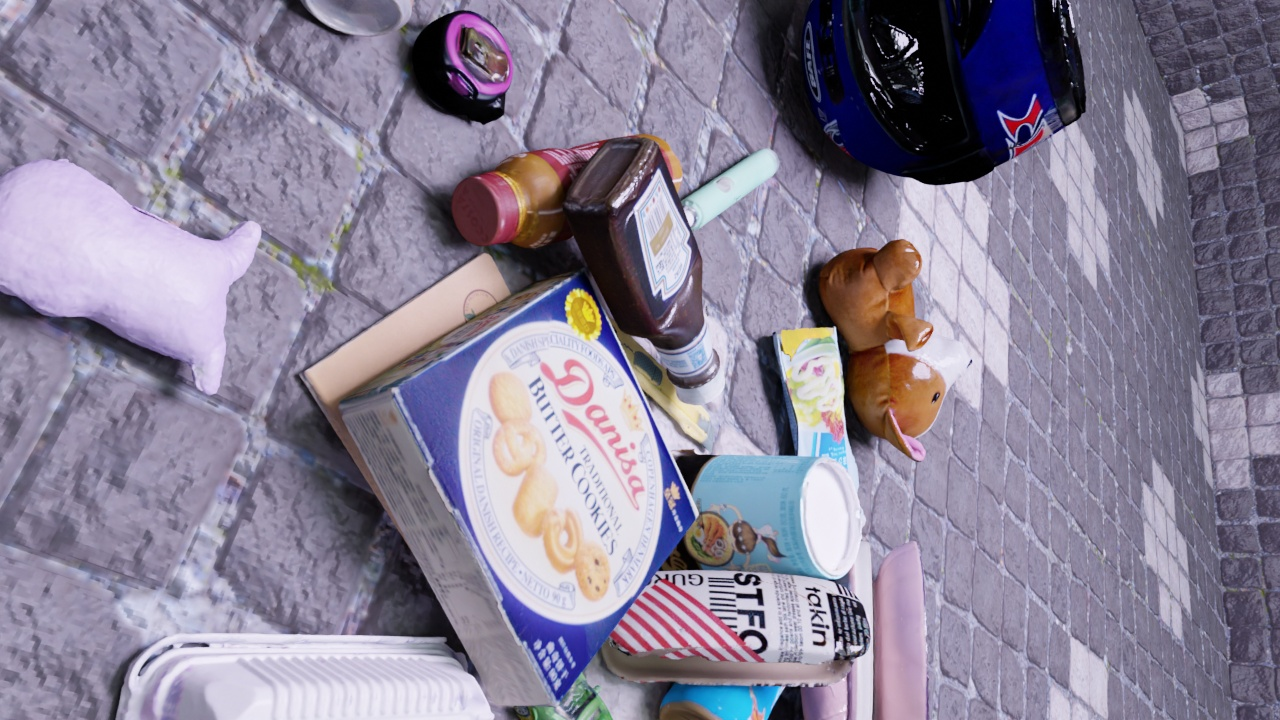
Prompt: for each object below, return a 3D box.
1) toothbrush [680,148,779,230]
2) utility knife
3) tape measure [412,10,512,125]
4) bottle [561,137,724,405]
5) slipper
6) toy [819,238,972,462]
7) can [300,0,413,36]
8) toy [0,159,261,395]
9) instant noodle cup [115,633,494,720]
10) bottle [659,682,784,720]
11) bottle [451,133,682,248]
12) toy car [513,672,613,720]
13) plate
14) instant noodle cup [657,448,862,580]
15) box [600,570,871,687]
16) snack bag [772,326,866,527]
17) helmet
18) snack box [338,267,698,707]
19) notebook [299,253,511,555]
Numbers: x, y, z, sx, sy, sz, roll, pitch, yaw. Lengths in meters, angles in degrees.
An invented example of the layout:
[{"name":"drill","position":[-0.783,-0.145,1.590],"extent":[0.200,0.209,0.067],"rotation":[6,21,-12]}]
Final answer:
[{"name":"toothbrush","position":[0.053,-0.126,0.726],"extent":[0.026,0.027,0.223],"rotation":[37,42,12]},{"name":"utility knife","position":[-0.004,0.004,0.640],"extent":[0.198,0.021,0.030],"rotation":[40,47,-32]},{"name":"tape measure","position":[-0.102,-0.175,0.541],"extent":[0.057,0.039,0.057],"rotation":[22,65,-45]},{"name":"bottle","position":[0.013,-0.045,0.588],"extent":[0.079,0.044,0.195],"rotation":[-60,142,-31]},{"name":"slipper","position":[0.151,0.261,0.706],"extent":[0.114,0.054,0.273],"rotation":[75,22,-49]},{"name":"toy","position":[0.239,-0.012,0.856],"extent":[0.140,0.131,0.199],"rotation":[-24,108,-72]},{"name":"can","position":[-0.147,-0.238,0.489],"extent":[0.058,0.059,0.116],"rotation":[19,67,-46]},{"name":"toy","position":[-0.213,-0.042,0.378],"extent":[0.108,0.039,0.083],"rotation":[28,61,-40]},{"name":"instant noodle cup","position":[-0.135,0.192,0.400],"extent":[0.173,0.060,0.138],"rotation":[19,67,-45]},{"name":"bottle","position":[0.093,0.197,0.663],"extent":[0.218,0.065,0.065],"rotation":[-39,111,-47]},{"name":"bottle","position":[-0.043,-0.108,0.582],"extent":[0.174,0.058,0.057],"rotation":[-25,100,-50]},{"name":"toy car","position":[-0.037,0.212,0.530],"extent":[0.043,0.036,0.091],"rotation":[-40,108,-45]},{"name":"plate","position":[0.215,0.249,0.774],"extent":[0.192,0.039,0.192],"rotation":[1,89,-78]},{"name":"instant noodle cup","position":[0.080,0.108,0.626],"extent":[0.111,0.121,0.111],"rotation":[16,69,-47]},{"name":"box","position":[0.056,0.172,0.571],"extent":[0.076,0.163,0.087],"rotation":[-93,-178,-53]},{"name":"snack bag","position":[0.155,0.067,0.793],"extent":[0.110,0.039,0.191],"rotation":[-2,84,-56]},{"name":"helmet","position":[0.267,-0.289,0.843],"extent":[0.314,0.241,0.247],"rotation":[-10,90,-61]},{"name":"snack box","position":[-0.054,0.061,0.513],"extent":[0.182,0.046,0.178],"rotation":[-42,112,-52]},{"name":"notebook","position":[-0.086,0.059,0.530],"extent":[0.147,0.008,0.208],"rotation":[-45,115,-46]}]
